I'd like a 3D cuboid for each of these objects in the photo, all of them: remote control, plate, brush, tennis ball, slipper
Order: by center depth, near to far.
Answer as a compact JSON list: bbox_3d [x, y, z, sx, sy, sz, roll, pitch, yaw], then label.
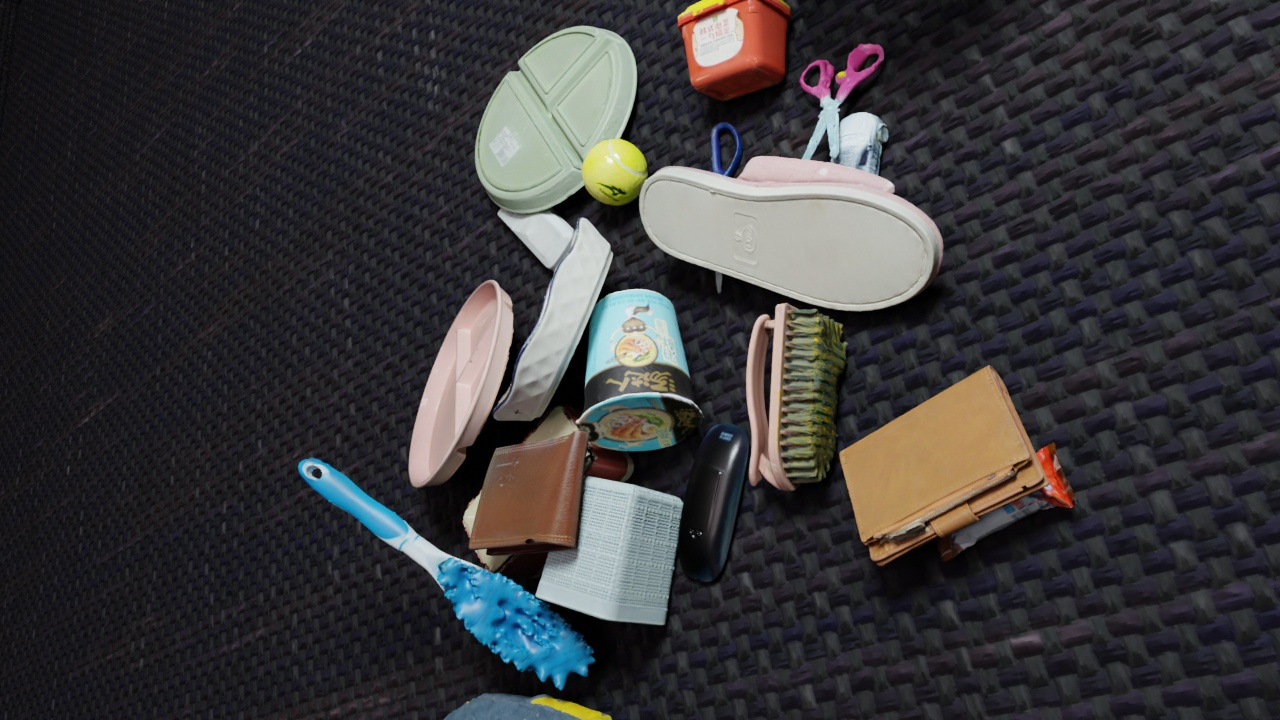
[{"bbox_3d":[0.120,0.031,0.734,0.073,0.063,0.145,-1,78,35],"label":"brush"},{"bbox_3d":[0.118,-0.111,0.757,0.275,0.054,0.114,16,129,35],"label":"slipper"},{"bbox_3d":[0.059,0.120,0.783,0.053,0.024,0.136,8,83,40],"label":"remote control"},{"bbox_3d":[-0.182,0.185,0.826,0.060,0.314,0.110,-53,8,-15],"label":"brush"},{"bbox_3d":[-0.080,-0.033,0.865,0.205,0.045,0.205,-159,92,-83],"label":"plate"},{"bbox_3d":[-0.025,-0.188,0.916,0.066,0.065,0.065,-13,69,37],"label":"tennis ball"},{"bbox_3d":[-0.187,0.026,0.962,0.230,0.028,0.229,-46,32,40],"label":"plate"},{"bbox_3d":[-0.113,-0.148,1.005,0.049,0.024,0.125,-54,50,13],"label":"remote control"},{"bbox_3d":[-0.101,-0.271,1.013,0.231,0.027,0.229,-18,60,33],"label":"plate"}]

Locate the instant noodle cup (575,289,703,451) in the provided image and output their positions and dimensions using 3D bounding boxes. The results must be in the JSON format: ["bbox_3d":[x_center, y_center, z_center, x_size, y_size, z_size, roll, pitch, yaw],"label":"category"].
[{"bbox_3d":[-0.005,0.005,0.822,0.111,0.111,0.120,-25,55,32],"label":"instant noodle cup"}]

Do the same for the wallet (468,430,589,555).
[{"bbox_3d":[-0.096,0.117,0.806,0.125,0.032,0.101,-15,57,42],"label":"wallet"}]

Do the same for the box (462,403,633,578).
[{"bbox_3d":[-0.097,0.125,0.878,0.168,0.076,0.091,-49,52,17],"label":"box"}]

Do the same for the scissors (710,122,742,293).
[{"bbox_3d":[0.066,-0.146,0.863,0.176,0.012,0.162,14,86,41],"label":"scissors"}]

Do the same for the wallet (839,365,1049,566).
[{"bbox_3d":[0.209,0.074,0.650,0.132,0.031,0.107,-37,33,26],"label":"wallet"}]

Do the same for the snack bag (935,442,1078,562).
[{"bbox_3d":[0.246,0.099,0.632,0.104,0.026,0.048,-32,50,29],"label":"snack bag"}]

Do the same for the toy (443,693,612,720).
[{"bbox_3d":[-0.134,0.380,0.837,0.357,0.091,0.138,-39,83,26],"label":"toy"}]

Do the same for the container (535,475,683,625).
[{"bbox_3d":[-0.023,0.163,0.798,0.090,0.090,0.111,5,78,40],"label":"container"}]

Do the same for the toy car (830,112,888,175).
[{"bbox_3d":[0.176,-0.163,0.762,0.043,0.034,0.090,4,79,44],"label":"toy car"}]

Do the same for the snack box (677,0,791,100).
[{"bbox_3d":[0.087,-0.290,0.844,0.091,0.081,0.080,-7,83,39],"label":"snack box"}]

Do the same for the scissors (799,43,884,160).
[{"bbox_3d":[0.155,-0.217,0.785,0.094,0.017,0.137,13,68,43],"label":"scissors"}]
